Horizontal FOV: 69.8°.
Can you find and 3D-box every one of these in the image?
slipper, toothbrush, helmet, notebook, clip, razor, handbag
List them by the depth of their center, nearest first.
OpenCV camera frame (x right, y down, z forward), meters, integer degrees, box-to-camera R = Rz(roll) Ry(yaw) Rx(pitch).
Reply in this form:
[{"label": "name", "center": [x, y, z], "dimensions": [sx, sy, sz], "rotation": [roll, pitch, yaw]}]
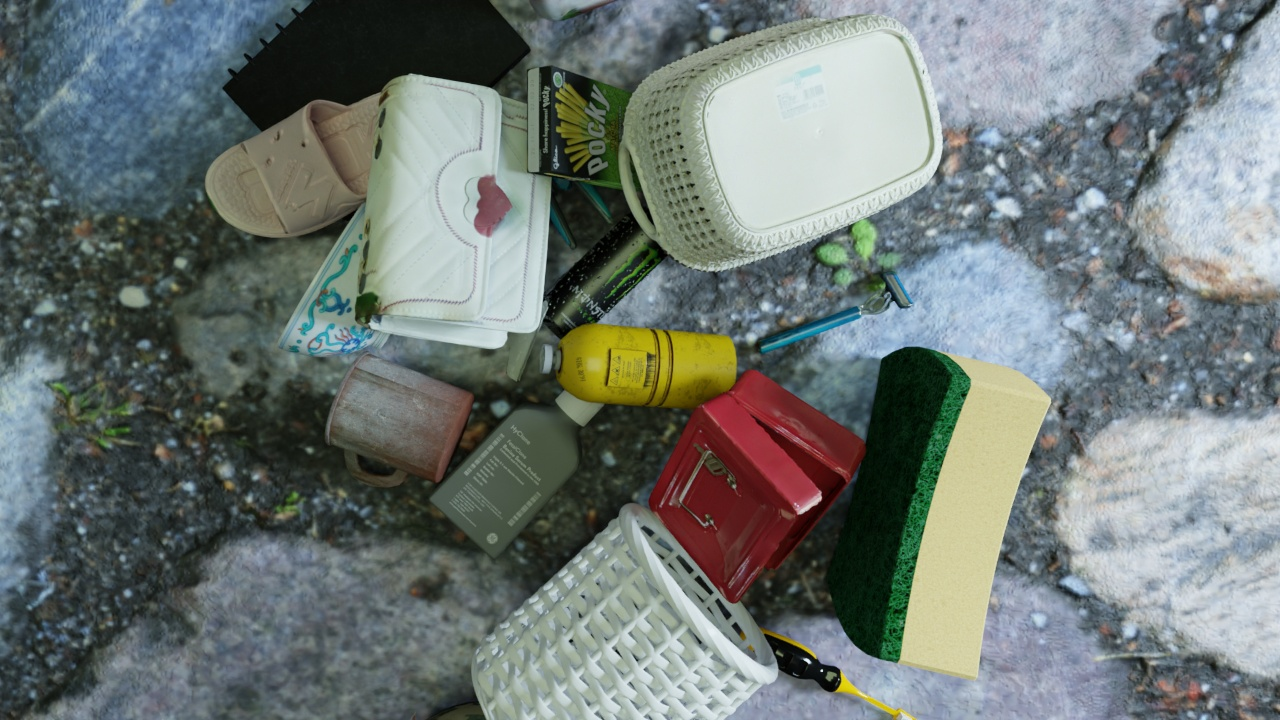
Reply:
[{"label": "handbag", "center": [-0.150, -0.118, 0.743], "dimensions": [0.141, 0.096, 0.198], "rotation": [8, 79, -31]}, {"label": "helmet", "center": [-0.155, 0.415, 0.791], "dimensions": [0.224, 0.193, 0.235], "rotation": [23, 70, -22]}, {"label": "slipper", "center": [-0.265, -0.177, 0.799], "dimensions": [0.239, 0.064, 0.094], "rotation": [-22, 96, 0]}, {"label": "clip", "center": [-0.115, -0.031, 0.828], "dimensions": [0.054, 0.040, 0.102], "rotation": [54, 138, 26]}, {"label": "notebook", "center": [-0.242, -0.267, 0.831], "dimensions": [0.231, 0.019, 0.169], "rotation": [-42, 94, 3]}, {"label": "razor", "center": [0.176, -0.037, 0.845], "dimensions": [0.144, 0.022, 0.042], "rotation": [-23, 57, 6]}, {"label": "toothbrush", "center": [0.180, 0.301, 0.868], "dimensions": [0.196, 0.031, 0.031], "rotation": [29, 99, -6]}]

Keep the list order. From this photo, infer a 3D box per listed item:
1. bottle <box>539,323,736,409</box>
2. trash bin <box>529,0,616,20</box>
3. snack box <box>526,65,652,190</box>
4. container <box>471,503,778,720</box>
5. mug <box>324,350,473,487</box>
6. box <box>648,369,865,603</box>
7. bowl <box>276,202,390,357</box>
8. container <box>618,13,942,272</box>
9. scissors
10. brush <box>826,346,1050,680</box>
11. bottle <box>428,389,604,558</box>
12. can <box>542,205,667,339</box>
[{"label": "bottle", "center": [-0.005, 0.005, 0.802], "dimensions": [0.163, 0.071, 0.071], "rotation": [5, 94, -16]}, {"label": "trash bin", "center": [-0.001, -0.400, 0.739], "dimensions": [0.260, 0.181, 0.157], "rotation": [-20, 96, 1]}, {"label": "snack box", "center": [-0.039, -0.191, 0.775], "dimensions": [0.025, 0.147, 0.080], "rotation": [3, 95, 33]}, {"label": "container", "center": [-0.014, 0.253, 0.785], "dimensions": [0.187, 0.189, 0.189], "rotation": [-43, 93, 4]}, {"label": "mug", "center": [-0.219, 0.065, 0.826], "dimensions": [0.110, 0.096, 0.123], "rotation": [23, 114, 3]}, {"label": "box", "center": [0.095, 0.101, 0.781], "dimensions": [0.117, 0.158, 0.135], "rotation": [-30, 67, -37]}, {"label": "bowl", "center": [-0.243, -0.056, 0.794], "dimensions": [0.074, 0.144, 0.144], "rotation": [31, 94, -17]}, {"label": "container", "center": [0.118, -0.180, 0.746], "dimensions": [0.251, 0.143, 0.185], "rotation": [-22, 101, -11]}, {"label": "scissors", "center": [-0.076, -0.170, 0.832], "dimensions": [0.151, 0.019, 0.130], "rotation": [12, 92, 9]}, {"label": "brush", "center": [0.237, 0.118, 0.767], "dimensions": [0.075, 0.195, 0.250], "rotation": [13, 94, -1]}, {"label": "bottle", "center": [-0.103, 0.089, 0.843], "dimensions": [0.084, 0.046, 0.174], "rotation": [43, 94, -3]}, {"label": "can", "center": [-0.032, -0.076, 0.826], "dimensions": [0.138, 0.054, 0.054], "rotation": [-43, 93, 3]}]
